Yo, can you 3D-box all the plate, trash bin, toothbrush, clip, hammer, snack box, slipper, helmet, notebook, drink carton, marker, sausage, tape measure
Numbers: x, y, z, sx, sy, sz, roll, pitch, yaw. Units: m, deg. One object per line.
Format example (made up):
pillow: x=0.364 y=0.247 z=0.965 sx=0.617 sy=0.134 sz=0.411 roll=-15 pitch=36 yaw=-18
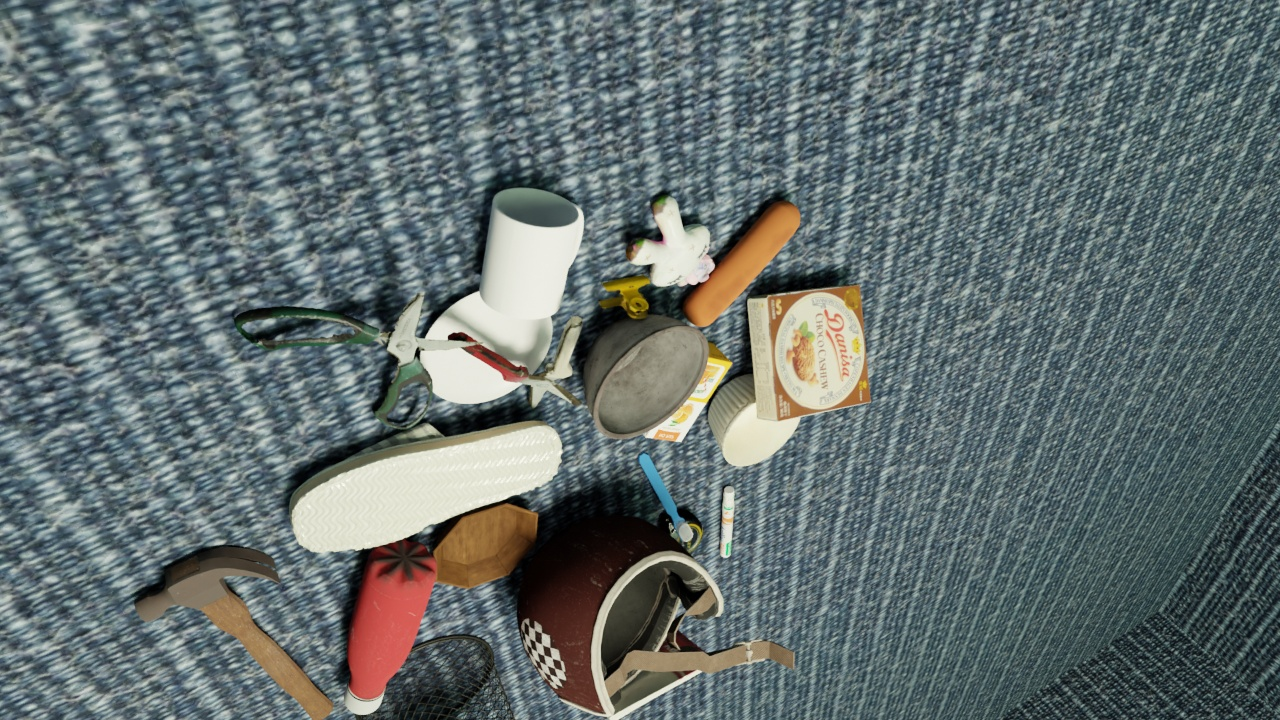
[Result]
plate: x=-0.178 y=0.204 z=1.040 sx=0.131 sy=0.025 sz=0.131 roll=-20 pitch=136 yaw=-22
trash bin: x=-0.223 y=0.477 z=1.108 sx=0.183 sy=0.210 sz=0.184 roll=-21 pitch=136 yaw=-22
toothbrush: x=0.033 y=0.175 z=1.159 sx=0.016 sy=0.014 sz=0.167 roll=-36 pitch=128 yaw=-12
clip: x=-0.011 y=-0.060 z=0.922 sx=0.054 sy=0.048 sz=0.046 roll=-13 pitch=174 yaw=-29
hammer: x=-0.395 y=0.300 z=0.961 sx=0.115 sy=0.033 sz=0.323 roll=-26 pitch=138 yaw=-14
plate: x=-0.148 y=-0.015 z=0.879 sx=0.134 sy=0.011 sz=0.135 roll=-20 pitch=136 yaw=-22
snack box: x=0.197 y=-0.011 z=1.067 sx=0.146 sy=0.041 sz=0.143 roll=-9 pitch=96 yaw=-30
slipper: x=-0.210 y=0.117 z=0.918 sx=0.272 sy=0.054 sz=0.115 roll=-15 pitch=130 yaw=-20
helmet: x=-0.015 y=0.298 z=1.073 sx=0.232 sy=0.254 sz=0.234 roll=-34 pitch=115 yaw=-31
notebook: x=-0.016 y=0.385 z=1.202 sx=0.152 sy=0.209 sz=0.012 roll=-22 pitch=107 yaw=-22
drink carton: x=0.043 y=0.036 z=1.047 sx=0.058 sy=0.040 sz=0.123 roll=11 pitch=118 yaw=-43
marker: x=0.122 y=0.229 z=1.296 sx=0.017 sy=0.017 sz=0.146 roll=-22 pitch=137 yaw=-20
sausage: x=0.107 y=-0.102 z=0.970 sx=0.039 sy=0.044 sz=0.164 roll=40 pitch=99 yaw=-14
tape measure: x=0.052 y=0.230 z=1.230 sx=0.061 sy=0.034 sz=0.062 roll=-2 pitch=113 yaw=-28

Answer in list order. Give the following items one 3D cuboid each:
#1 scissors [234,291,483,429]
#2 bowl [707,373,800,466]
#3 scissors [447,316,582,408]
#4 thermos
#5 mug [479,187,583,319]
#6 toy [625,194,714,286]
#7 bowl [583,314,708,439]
scissors: x=-0.245 y=0.000 z=0.793 sx=0.204 sy=0.015 sz=0.202 roll=8 pitch=140 yaw=-22
bowl: x=0.133 y=0.066 z=1.124 sx=0.115 sy=0.062 sz=0.115 roll=-21 pitch=135 yaw=-22
scissors: x=-0.097 y=0.003 z=0.864 sx=0.198 sy=0.015 sz=0.180 roll=20 pitch=146 yaw=-40
thermos: x=-0.286 y=0.303 z=1.012 sx=0.073 sy=0.073 sz=0.240 roll=-1 pitch=127 yaw=-36
mug: x=-0.088 y=-0.100 z=0.813 sx=0.110 sy=0.074 sz=0.091 roll=-34 pitch=147 yaw=-49
toy: x=0.037 y=-0.108 z=0.916 sx=0.079 sy=0.038 sz=0.122 roll=-55 pitch=141 yaw=5
bowl: x=-0.006 y=0.006 z=0.955 sx=0.144 sy=0.067 sz=0.145 roll=-27 pitch=143 yaw=-23
